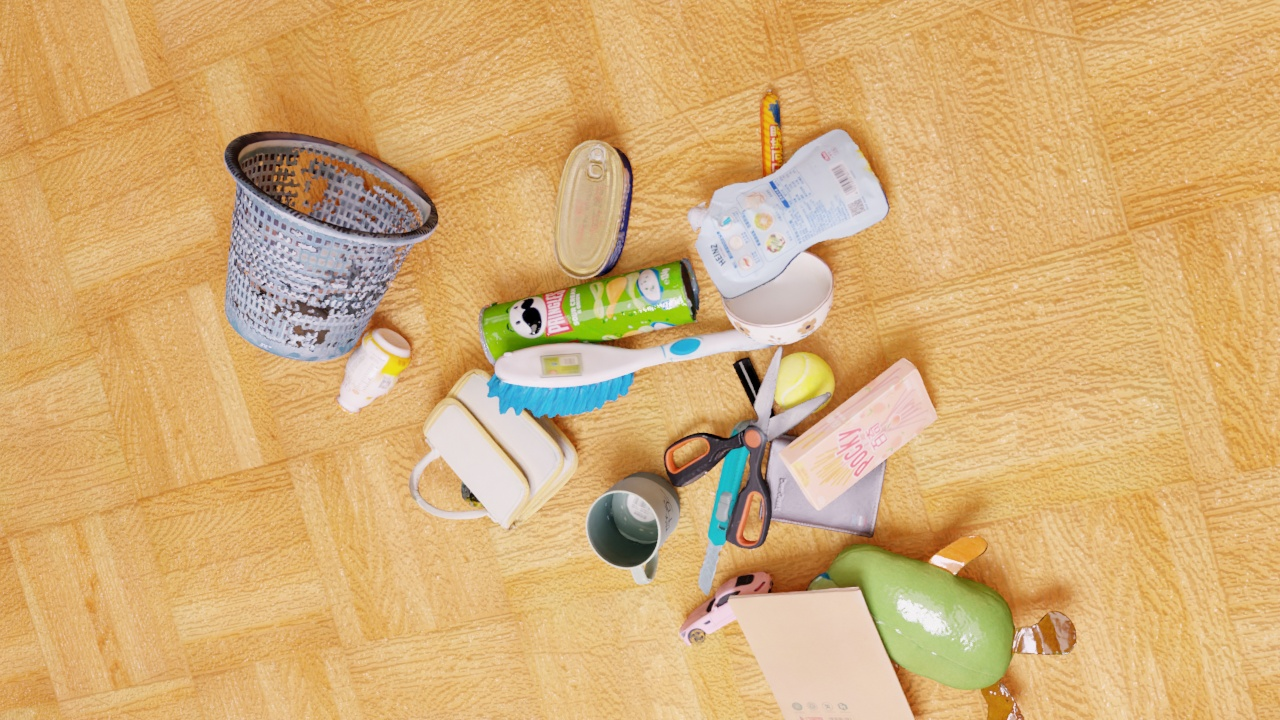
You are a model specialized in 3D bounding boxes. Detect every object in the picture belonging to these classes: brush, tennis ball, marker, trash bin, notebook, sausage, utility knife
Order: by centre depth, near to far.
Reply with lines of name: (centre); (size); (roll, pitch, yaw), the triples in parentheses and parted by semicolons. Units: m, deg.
tennis ball: (0.168, 0.024, 0.951); (0.065, 0.065, 0.065); (2, 97, 16)
notebook: (0.193, 0.323, 0.956); (0.148, 0.008, 0.208); (-14, 111, 32)
sausage: (0.138, -0.199, 0.956); (0.021, 0.021, 0.165); (-3, 96, 16)
brush: (-0.006, 0.006, 0.987); (0.314, 0.110, 0.060); (-3, 61, -12)
marker: (0.136, 0.058, 0.987); (0.022, 0.020, 0.132); (-26, 89, 37)
utility knife: (0.093, 0.162, 1.014); (0.029, 0.013, 0.209); (18, 102, 31)
trash bin: (-0.366, -0.117, 1.027); (0.226, 0.226, 0.195); (34, 117, 10)

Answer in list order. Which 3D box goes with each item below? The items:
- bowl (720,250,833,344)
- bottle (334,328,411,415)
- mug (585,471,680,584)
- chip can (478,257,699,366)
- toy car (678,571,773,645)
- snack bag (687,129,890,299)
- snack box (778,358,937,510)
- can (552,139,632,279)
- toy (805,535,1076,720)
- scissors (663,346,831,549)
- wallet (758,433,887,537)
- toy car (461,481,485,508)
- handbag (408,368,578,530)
bowl: (0.144, -0.057, 0.940); (0.114, 0.113, 0.062); (-6, 138, 17)
bottle: (-0.321, 0.015, 1.091); (0.063, 0.063, 0.108); (41, 105, 8)
mug: (-0.001, 0.183, 0.996); (0.082, 0.106, 0.112); (-13, 92, 16)
chip can: (-0.055, -0.051, 0.997); (0.236, 0.072, 0.072); (-12, 93, 14)
toy car: (0.091, 0.269, 1.007); (0.122, 0.056, 0.037); (-35, 90, 17)
snack bag: (0.144, -0.148, 0.926); (0.191, 0.039, 0.110); (-28, 86, 3)
snack box: (0.219, 0.075, 0.914); (0.157, 0.026, 0.084); (-38, 129, -2)
can: (-0.050, -0.163, 1.000); (0.075, 0.049, 0.148); (11, 99, 14)
toy: (0.296, 0.264, 0.931); (0.247, 0.089, 0.227); (28, 117, 15)
scissors: (0.115, 0.100, 0.962); (0.221, 0.021, 0.222); (-13, 92, 38)
wallet: (0.192, 0.131, 0.969); (0.122, 0.020, 0.096); (9, 98, 5)
toy car: (-0.165, 0.154, 1.077); (0.091, 0.036, 0.043); (12, 98, 17)
handbag: (-0.181, 0.116, 1.035); (0.179, 0.063, 0.163); (-46, 74, 7)
